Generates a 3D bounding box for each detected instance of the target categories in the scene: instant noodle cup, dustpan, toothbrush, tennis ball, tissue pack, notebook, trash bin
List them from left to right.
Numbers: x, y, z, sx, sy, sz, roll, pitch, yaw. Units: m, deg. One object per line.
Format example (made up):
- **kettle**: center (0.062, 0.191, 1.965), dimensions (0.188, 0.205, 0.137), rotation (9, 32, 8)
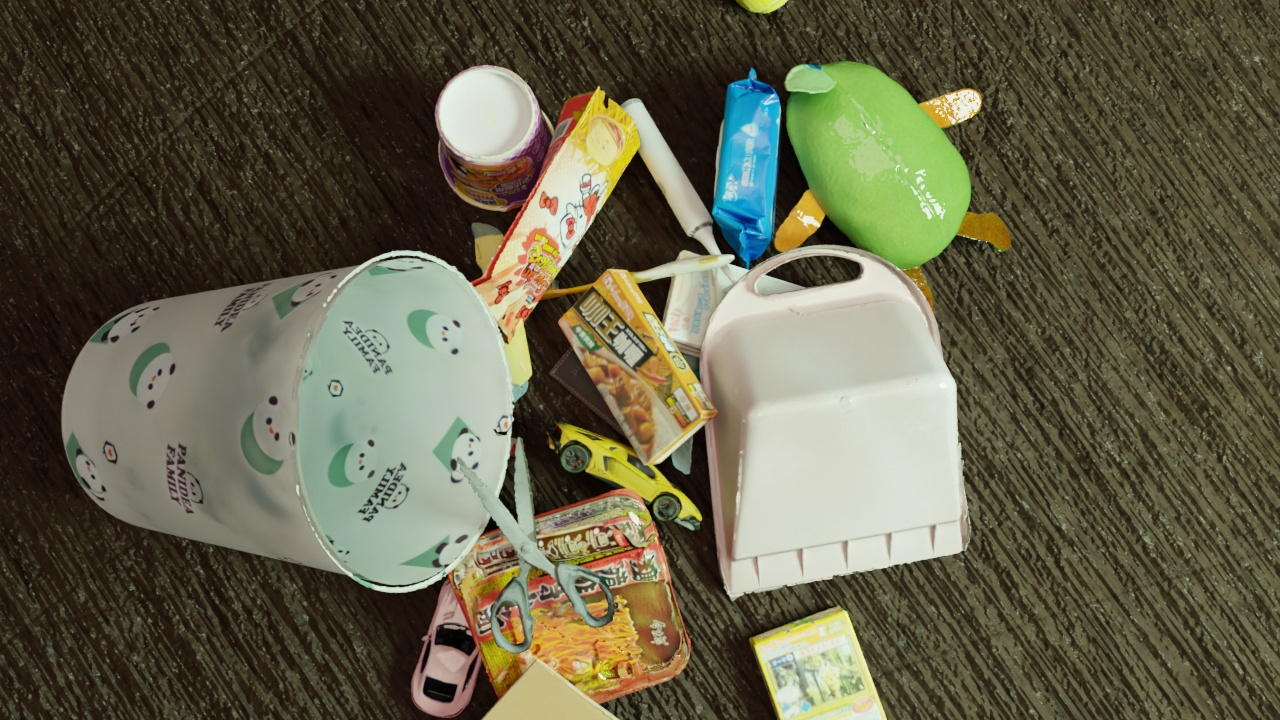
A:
- **trash bin**: center (-0.260, 0.041, 0.679), dimensions (0.252, 0.229, 0.229), rotation (0, 83, 26)
- **instant noodle cup**: center (-0.127, -0.197, 0.795), dimensions (0.111, 0.099, 0.111), rotation (0, 83, -3)
- **notebook**: center (-0.092, 0.354, 0.745), dimensions (0.148, 0.008, 0.208), rotation (39, 102, -8)
- **instant noodle cup**: center (-0.056, 0.193, 0.749), dimensions (0.164, 0.079, 0.189), rotation (-17, 111, -3)
- **toothbrush**: center (-0.011, -0.075, 0.797), dimensions (0.192, 0.016, 0.018), rotation (-9, 73, 20)
- **toothbrush**: center (0.039, -0.139, 0.806), dimensions (0.026, 0.026, 0.221), rotation (-31, 73, 8)
- **tissue pack**: center (0.093, -0.164, 0.801), dimensions (0.052, 0.095, 0.157), rotation (5, 84, 11)
- **tennis ball**: center (0.111, -0.351, 0.834), dimensions (0.065, 0.065, 0.065), rotation (0, 84, -2)
- **dustpan**: center (0.162, 0.050, 0.785), dimensions (0.222, 0.138, 0.274), rotation (-8, 128, -4)

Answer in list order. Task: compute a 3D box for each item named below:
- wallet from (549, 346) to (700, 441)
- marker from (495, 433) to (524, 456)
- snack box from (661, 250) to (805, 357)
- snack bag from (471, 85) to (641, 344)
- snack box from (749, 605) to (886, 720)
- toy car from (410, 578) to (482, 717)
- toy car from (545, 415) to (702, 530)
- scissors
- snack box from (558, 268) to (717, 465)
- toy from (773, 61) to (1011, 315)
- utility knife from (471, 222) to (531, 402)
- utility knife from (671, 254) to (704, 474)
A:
- **wallet**: center (-0.006, 0.014, 0.819), dimensions (0.122, 0.020, 0.096), rotation (40, 85, 4)
- **marker**: center (-0.173, 0.059, 0.809), dimensions (0.145, 0.017, 0.017), rotation (16, 84, 0)
- **snack box**: center (0.099, -0.034, 0.803), dimensions (0.157, 0.027, 0.084), rotation (16, 67, -6)
- **snack bag**: center (-0.076, -0.121, 0.772), dimensions (0.073, 0.129, 0.207), rotation (25, 75, 8)
- **snack box**: center (0.158, 0.293, 0.789), dimensions (0.087, 0.034, 0.140), rotation (-20, 87, -4)
- **toy car**: center (-0.157, 0.241, 0.782), dimensions (0.056, 0.037, 0.122), rotation (17, 83, -2)
- **toy car**: center (-0.012, 0.096, 0.784), dimensions (0.156, 0.071, 0.041), rotation (30, 88, -1)
- **scissors**: center (-0.082, 0.145, 0.680), dimensions (0.159, 0.014, 0.175), rotation (24, 105, -13)
- **snack box**: center (-0.005, 0.004, 0.766), dimensions (0.075, 0.026, 0.153), rotation (-44, 67, 30)
- **toy**: center (0.213, -0.160, 0.800), dimensions (0.226, 0.090, 0.247), rotation (-38, 97, -8)
- **utility knife**: center (-0.123, -0.045, 0.821), dimensions (0.031, 0.018, 0.165), rotation (-12, 83, 1)
- **utility knife**: center (0.042, -0.002, 0.803), dimensions (0.029, 0.013, 0.205), rotation (6, 71, -9)
